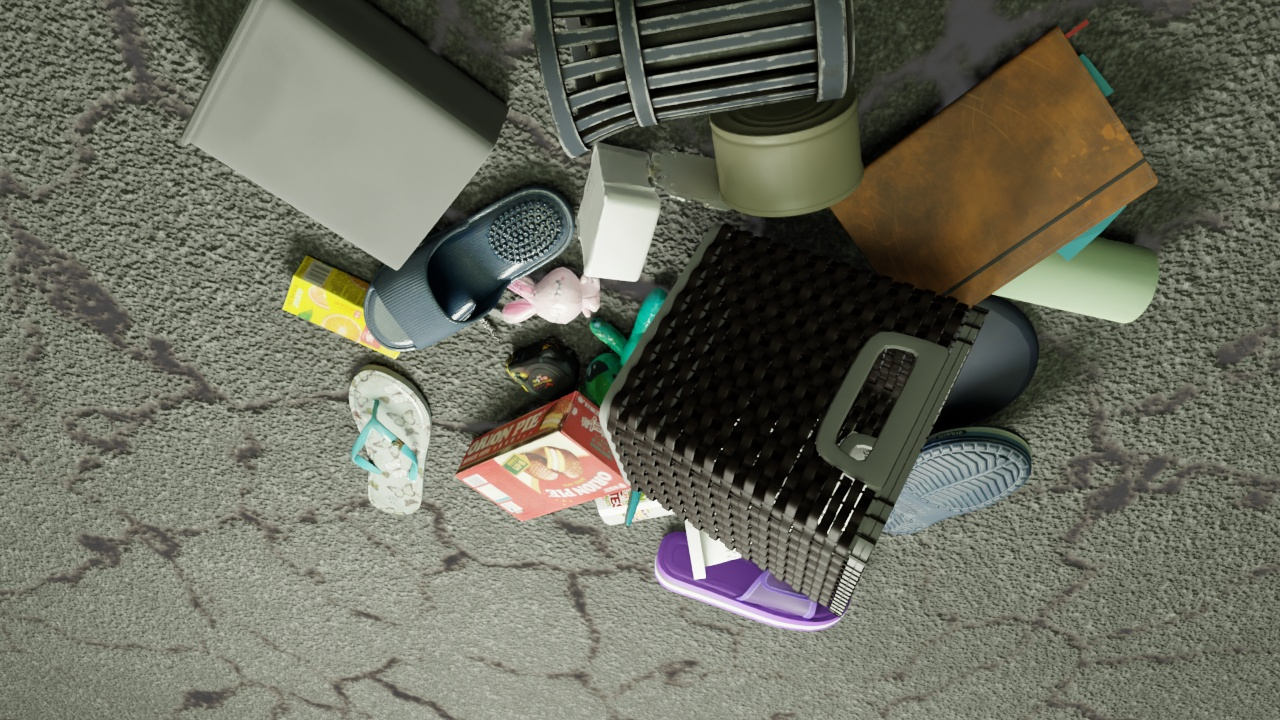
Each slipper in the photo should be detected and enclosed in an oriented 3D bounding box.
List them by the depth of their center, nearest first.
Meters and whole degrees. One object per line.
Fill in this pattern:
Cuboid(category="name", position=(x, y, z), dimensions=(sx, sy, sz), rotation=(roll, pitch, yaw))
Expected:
Cuboid(category="slipper", position=(-0.184, -0.085, 0.926), dimensions=(0.264, 0.082, 0.101), rotation=(-30, 108, 18))
Cuboid(category="slipper", position=(0.342, 0.126, 1.068), dimensions=(0.105, 0.095, 0.254), rotation=(36, 144, -4))
Cuboid(category="slipper", position=(-0.314, 0.120, 1.163), dimensions=(0.098, 0.054, 0.269), rotation=(6, 133, -1))
Cuboid(category="slipper", position=(0.156, 0.272, 1.207), dimensions=(0.266, 0.107, 0.084), rotation=(14, 131, 1))

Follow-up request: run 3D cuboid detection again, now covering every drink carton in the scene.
Cuboid(category="drink carton", position=(-0.318, -0.058, 1.015), dimensions=(0.134, 0.042, 0.059), rotation=(25, 131, -13))

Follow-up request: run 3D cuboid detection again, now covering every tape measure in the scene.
Cuboid(category="tape measure", position=(-0.106, 0.012, 1.050), dimensions=(0.072, 0.042, 0.072), rotation=(-21, 121, 22))

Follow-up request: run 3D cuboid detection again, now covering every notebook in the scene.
Cuboid(category="notebook", position=(0.316, -0.149, 0.808), dimensions=(0.250, 0.014, 0.178), rotation=(-36, 100, 16))

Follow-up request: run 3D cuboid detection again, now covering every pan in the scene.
Cuboid(category="pan", position=(0.286, -0.046, 0.967), dimensions=(0.199, 0.021, 0.356), rotation=(-26, 123, 26))

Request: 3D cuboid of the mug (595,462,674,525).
Cuboid(category="mug", position=(0.003, 0.166, 1.157), dimensions=(0.090, 0.073, 0.105), rotation=(-13, 154, 18))

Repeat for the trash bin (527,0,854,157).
Cuboid(category="trash bin", position=(0.044, -0.260, 0.721), dimensions=(0.227, 0.164, 0.164), rotation=(-7, 130, 8))

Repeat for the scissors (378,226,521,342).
Cuboid(category="scissors", position=(-0.207, -0.082, 0.998), dimensions=(0.158, 0.012, 0.162), rotation=(8, 132, 3))

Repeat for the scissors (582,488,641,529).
Cuboid(category="scissors", position=(-0.015, 0.134, 1.101), dimensions=(0.157, 0.124, 0.019), rotation=(-28, 166, 18))

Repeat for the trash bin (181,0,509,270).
Cuboid(category="trash bin", position=(-0.265, -0.217, 0.835), dimensions=(0.219, 0.097, 0.192), rotation=(33, 127, -22))

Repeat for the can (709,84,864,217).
Cuboid(category="can", position=(0.126, -0.188, 0.791), dimensions=(0.128, 0.127, 0.073), rotation=(-6, 128, 11))

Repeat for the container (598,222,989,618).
Cuboid(category="container", position=(0.134, 0.051, 0.848), dimensions=(0.244, 0.247, 0.246), rotation=(26, 161, 18))

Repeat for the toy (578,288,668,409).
Cuboid(category="toy", position=(-0.006, 0.006, 1.019), dimensions=(0.130, 0.072, 0.194), rotation=(49, 126, 16))

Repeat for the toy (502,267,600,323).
Cuboid(category="toy", position=(-0.098, -0.068, 0.977), dimensions=(0.110, 0.047, 0.064), rotation=(0, 120, 13))

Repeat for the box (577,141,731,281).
Cuboid(category="box", position=(0.020, -0.147, 0.862), dimensions=(0.136, 0.108, 0.129), rotation=(6, 130, -17))

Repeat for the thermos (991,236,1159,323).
Cuboid(category="thermos", position=(0.362, -0.093, 0.875), dimensions=(0.231, 0.082, 0.082), rotation=(12, 131, -4))

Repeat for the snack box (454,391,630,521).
Cuboid(category="snack box", position=(-0.110, 0.120, 1.088), dimensions=(0.113, 0.060, 0.237), rotation=(39, 142, -22))

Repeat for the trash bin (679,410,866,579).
Cuboid(category="trash bin", position=(0.145, 0.136, 1.045), dimensions=(0.199, 0.195, 0.196), rotation=(-9, 130, 2))
